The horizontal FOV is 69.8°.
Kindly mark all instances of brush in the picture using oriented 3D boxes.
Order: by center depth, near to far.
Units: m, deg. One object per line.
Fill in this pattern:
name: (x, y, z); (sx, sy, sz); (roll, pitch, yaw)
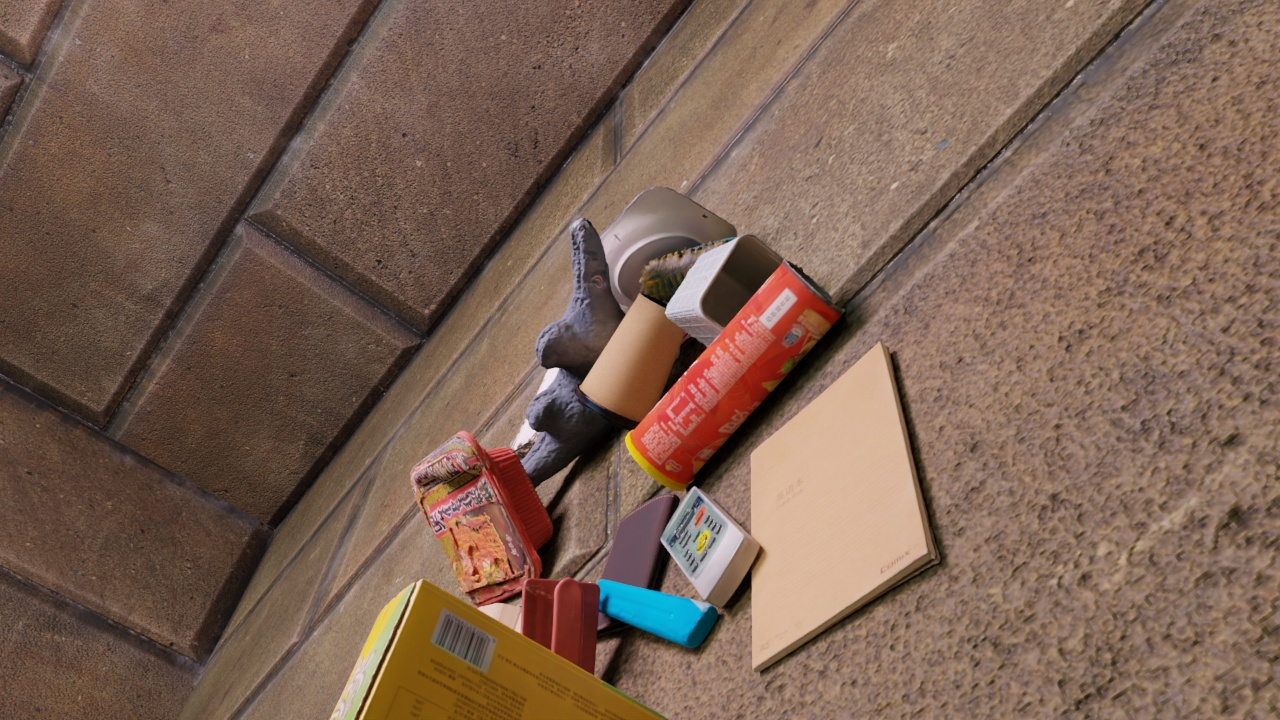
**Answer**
brush: (-0.065, 0.246, 0.716); (0.069, 0.063, 0.145); (130, 145, -66)
brush: (0.073, -0.099, 1.006); (0.144, 0.055, 0.073); (-12, -1, 31)

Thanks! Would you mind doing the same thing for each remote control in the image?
remote control: (0.051, 0.141, 0.713); (0.056, 0.019, 0.135); (-58, 15, 1)

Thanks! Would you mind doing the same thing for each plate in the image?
plate: (0.021, -0.114, 1.062); (0.165, 0.163, 0.034); (-42, 47, 27)

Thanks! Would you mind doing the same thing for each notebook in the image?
notebook: (0.128, 0.094, 0.634); (0.150, 0.012, 0.211); (-45, 20, 30)

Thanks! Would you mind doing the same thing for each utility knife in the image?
utility knife: (-0.001, 0.194, 0.724); (0.167, 0.018, 0.034); (-3, 57, 55)

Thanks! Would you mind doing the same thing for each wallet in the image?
wallet: (-0.010, 0.182, 0.808); (0.097, 0.020, 0.122); (-39, 24, 49)

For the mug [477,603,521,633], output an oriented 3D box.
mug: (-0.123, 0.271, 0.813); (0.125, 0.084, 0.103); (-58, 11, 37)

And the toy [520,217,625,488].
toy: (-0.067, 0.011, 1.047); (0.091, 0.137, 0.357); (48, 130, 50)

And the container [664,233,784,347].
container: (0.089, -0.058, 0.883); (0.090, 0.090, 0.111); (-57, 15, -10)

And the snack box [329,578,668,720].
snack box: (-0.091, 0.258, 0.567); (0.070, 0.210, 0.157); (-43, 20, 35)

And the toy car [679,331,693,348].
toy car: (0.048, -0.043, 1.044); (0.056, 0.037, 0.122); (-37, 12, 28)

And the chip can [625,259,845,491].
chip can: (0.079, 0.014, 0.798); (0.217, 0.073, 0.073); (-50, 18, 15)

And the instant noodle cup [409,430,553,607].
instant noodle cup: (-0.173, 0.177, 1.043); (0.078, 0.188, 0.165); (-22, -7, -43)

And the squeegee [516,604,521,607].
squeegee: (-0.198, 0.314, 0.953); (0.247, 0.039, 0.246); (-40, 3, 15)

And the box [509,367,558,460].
box: (-0.102, 0.055, 1.207); (0.090, 0.059, 0.183); (-31, 27, 50)

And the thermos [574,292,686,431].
thermos: (-0.006, 0.006, 0.965); (0.143, 0.093, 0.093); (-63, 17, 8)
